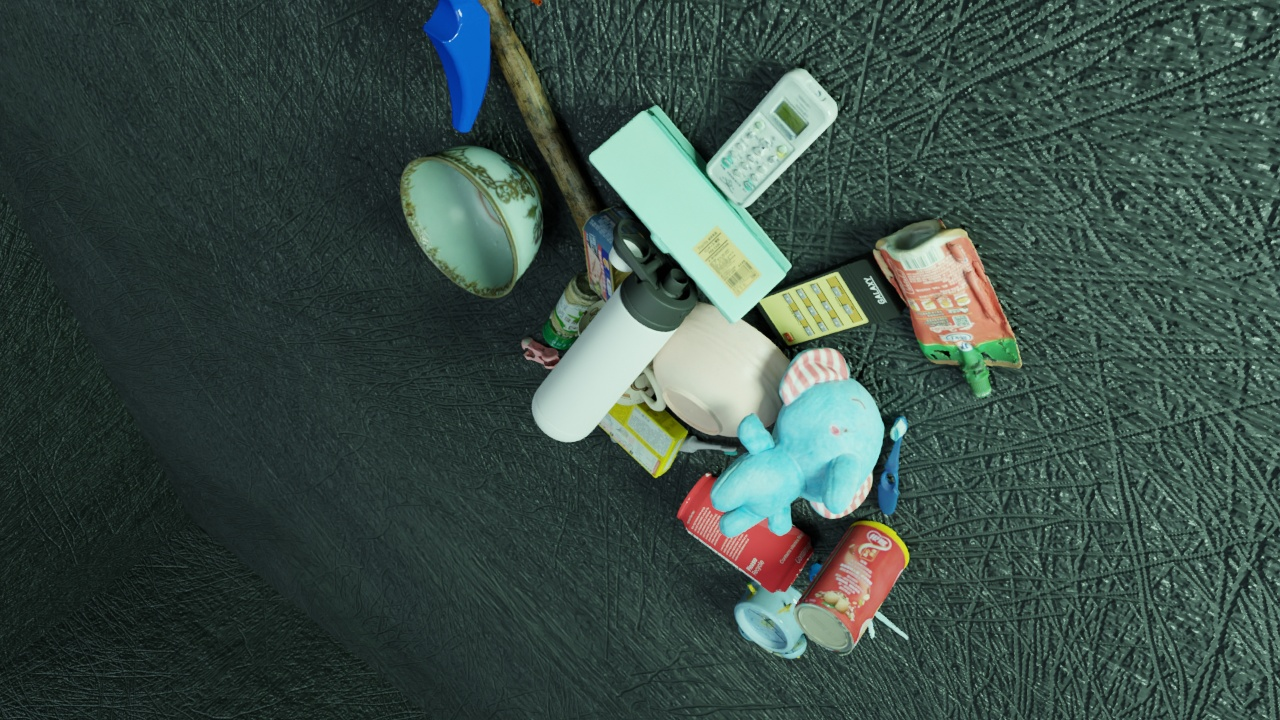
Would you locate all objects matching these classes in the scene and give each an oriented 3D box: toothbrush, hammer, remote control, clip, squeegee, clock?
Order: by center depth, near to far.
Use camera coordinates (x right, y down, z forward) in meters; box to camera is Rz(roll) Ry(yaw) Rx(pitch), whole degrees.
[{"bbox_3d":[0.101,-0.172,0.719,0.050,0.022,0.134,48,145,0],"label":"remote control"},{"bbox_3d":[0.159,-0.048,0.788,0.134,0.013,0.058,-20,109,53],"label":"remote control"},{"bbox_3d":[-0.158,-0.284,0.799,0.249,0.055,0.185,40,144,28],"label":"squeegee"},{"bbox_3d":[-0.098,-0.249,0.846,0.120,0.033,0.330,-1,124,45],"label":"hammer"},{"bbox_3d":[0.235,0.102,0.856,0.021,0.016,0.132,25,139,31],"label":"toothbrush"},{"bbox_3d":[0.036,0.093,1.051,0.188,0.018,0.019,2,120,45],"label":"toothbrush"},{"bbox_3d":[-0.123,-0.012,1.113,0.060,0.023,0.043,3,129,51],"label":"clip"},{"bbox_3d":[0.160,0.316,1.113,0.089,0.051,0.125,21,137,30],"label":"clock"}]

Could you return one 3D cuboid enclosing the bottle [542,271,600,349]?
[{"bbox_3d":[-0.073,-0.055,1.001,0.042,0.042,0.110,44,144,4],"label":"bottle"}]

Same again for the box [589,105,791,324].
[{"bbox_3d":[0.035,-0.117,0.785,0.188,0.091,0.078,50,144,-5],"label":"box"}]

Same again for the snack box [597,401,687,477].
[{"bbox_3d":[-0.018,0.058,1.047,0.152,0.025,0.075,42,138,18],"label":"snack box"}]

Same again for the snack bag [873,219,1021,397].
[{"bbox_3d":[0.238,-0.033,0.705,0.087,0.044,0.155,2,130,52],"label":"snack bag"}]

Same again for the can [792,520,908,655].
[{"bbox_3d":[0.208,0.221,0.905,0.067,0.124,0.067,28,141,25],"label":"can"}]

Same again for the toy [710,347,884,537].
[{"bbox_3d":[0.143,0.090,0.797,0.115,0.180,0.183,28,146,49],"label":"toy"}]

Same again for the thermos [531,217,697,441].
[{"bbox_3d":[-0.037,-0.020,0.854,0.101,0.068,0.231,46,132,6],"label":"thermos"}]

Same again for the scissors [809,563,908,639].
[{"bbox_3d":[0.238,0.264,1.017,0.117,0.014,0.130,7,133,38],"label":"scissors"}]

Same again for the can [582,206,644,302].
[{"bbox_3d":[-0.018,-0.093,0.881,0.059,0.053,0.100,49,154,40],"label":"can"}]

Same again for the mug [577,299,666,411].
[{"bbox_3d":[-0.006,0.005,0.950,0.122,0.081,0.097,46,159,40],"label":"mug"}]

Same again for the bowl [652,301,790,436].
[{"bbox_3d":[0.068,0.021,0.863,0.153,0.076,0.153,33,160,13],"label":"bowl"}]

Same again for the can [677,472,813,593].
[{"bbox_3d":[0.116,0.190,1.014,0.142,0.074,0.075,34,143,17],"label":"can"}]

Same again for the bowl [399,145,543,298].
[{"bbox_3d":[-0.157,-0.156,0.942,0.160,0.093,0.160,27,141,25],"label":"bowl"}]
